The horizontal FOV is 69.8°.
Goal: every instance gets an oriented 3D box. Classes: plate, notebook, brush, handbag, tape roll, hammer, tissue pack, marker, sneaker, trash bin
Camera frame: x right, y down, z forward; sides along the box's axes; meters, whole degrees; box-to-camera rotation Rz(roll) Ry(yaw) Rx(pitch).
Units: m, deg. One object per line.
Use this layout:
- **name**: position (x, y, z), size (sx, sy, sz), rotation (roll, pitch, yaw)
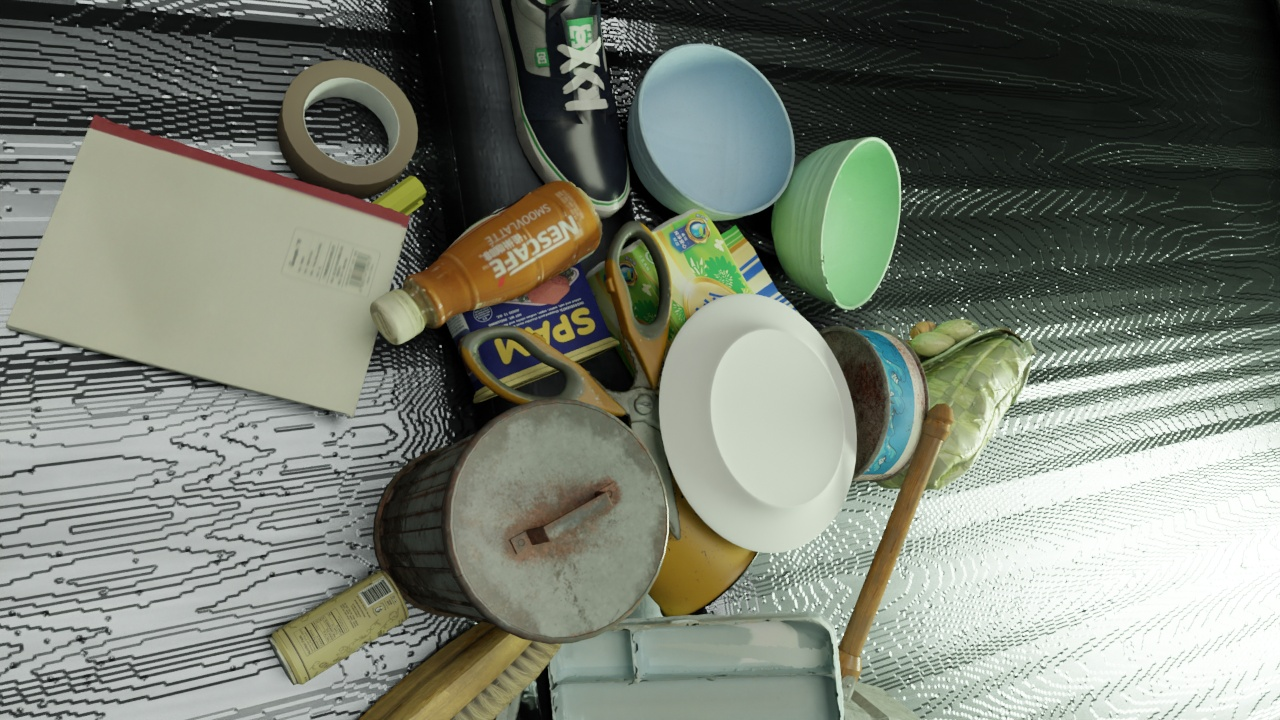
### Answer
- **plate**: position (0.095, 0.042, 0.660), size (0.188, 0.016, 0.188), rotation (9, 74, -33)
- **notebook**: position (-0.273, -0.061, 0.604), size (0.208, 0.012, 0.152), rotation (17, 71, -17)
- **brush**: position (-0.132, 0.228, 0.603), size (0.194, 0.059, 0.043), rotation (-36, 106, -28)
- **handbag**: position (0.262, 0.030, 0.829), size (0.117, 0.113, 0.186), rotation (48, 62, -3)
- **tape roll**: position (-0.211, -0.166, 0.662), size (0.093, 0.030, 0.093), rotation (6, 76, -27)
- **hammer**: position (0.177, 0.182, 0.705), size (0.162, 0.083, 0.317), rotation (21, 90, -23)
- **tissue pack**: position (0.068, -0.026, 0.738), size (0.141, 0.120, 0.198), rotation (-33, 102, -28)
- **marker**: position (-0.204, -0.090, 0.657), size (0.123, 0.017, 0.021), rotation (-45, 133, -27)
- **sneaker**: position (-0.057, -0.232, 0.731), size (0.084, 0.079, 0.235), rotation (-16, 87, -31)
- **trash bin**: position (-0.081, 0.101, 0.568), size (0.130, 0.212, 0.130), rotation (6, 76, -27)

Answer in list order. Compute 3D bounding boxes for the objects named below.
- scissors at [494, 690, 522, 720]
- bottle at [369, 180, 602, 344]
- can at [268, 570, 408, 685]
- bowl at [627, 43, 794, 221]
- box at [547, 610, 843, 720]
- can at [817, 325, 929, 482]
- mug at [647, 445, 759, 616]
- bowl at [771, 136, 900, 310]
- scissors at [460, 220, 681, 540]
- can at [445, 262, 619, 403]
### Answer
- **scissors**: position (-0.108, 0.296, 0.623), size (0.143, 0.019, 0.126), rotation (-33, 95, -32)
- **bottle**: position (-0.103, -0.064, 0.617), size (0.166, 0.059, 0.059), rotation (-35, 96, -29)
- **can**: position (-0.194, 0.172, 0.592), size (0.079, 0.038, 0.038), rotation (-28, 93, -30)
- **bowl**: position (0.049, -0.182, 0.780), size (0.150, 0.075, 0.150), rotation (6, 76, -26)
- **box**: position (0.040, 0.271, 0.635), size (0.209, 0.037, 0.189), rotation (-8, 87, 12)
- **can**: position (0.178, 0.037, 0.769), size (0.044, 0.130, 0.130), rotation (2, 78, -28)
- **mug**: position (0.033, 0.115, 0.684), size (0.124, 0.100, 0.094), rotation (-39, 98, 8)
- **bowl**: position (0.166, -0.124, 0.816), size (0.150, 0.077, 0.151), rotation (-21, 117, -47)
- **scissors**: position (-0.005, 0.006, 0.632), size (0.225, 0.016, 0.216), rotation (29, 73, -15)
- **can**: position (-0.087, -0.033, 0.685), size (0.116, 0.057, 0.092), rotation (-22, 89, -30)
